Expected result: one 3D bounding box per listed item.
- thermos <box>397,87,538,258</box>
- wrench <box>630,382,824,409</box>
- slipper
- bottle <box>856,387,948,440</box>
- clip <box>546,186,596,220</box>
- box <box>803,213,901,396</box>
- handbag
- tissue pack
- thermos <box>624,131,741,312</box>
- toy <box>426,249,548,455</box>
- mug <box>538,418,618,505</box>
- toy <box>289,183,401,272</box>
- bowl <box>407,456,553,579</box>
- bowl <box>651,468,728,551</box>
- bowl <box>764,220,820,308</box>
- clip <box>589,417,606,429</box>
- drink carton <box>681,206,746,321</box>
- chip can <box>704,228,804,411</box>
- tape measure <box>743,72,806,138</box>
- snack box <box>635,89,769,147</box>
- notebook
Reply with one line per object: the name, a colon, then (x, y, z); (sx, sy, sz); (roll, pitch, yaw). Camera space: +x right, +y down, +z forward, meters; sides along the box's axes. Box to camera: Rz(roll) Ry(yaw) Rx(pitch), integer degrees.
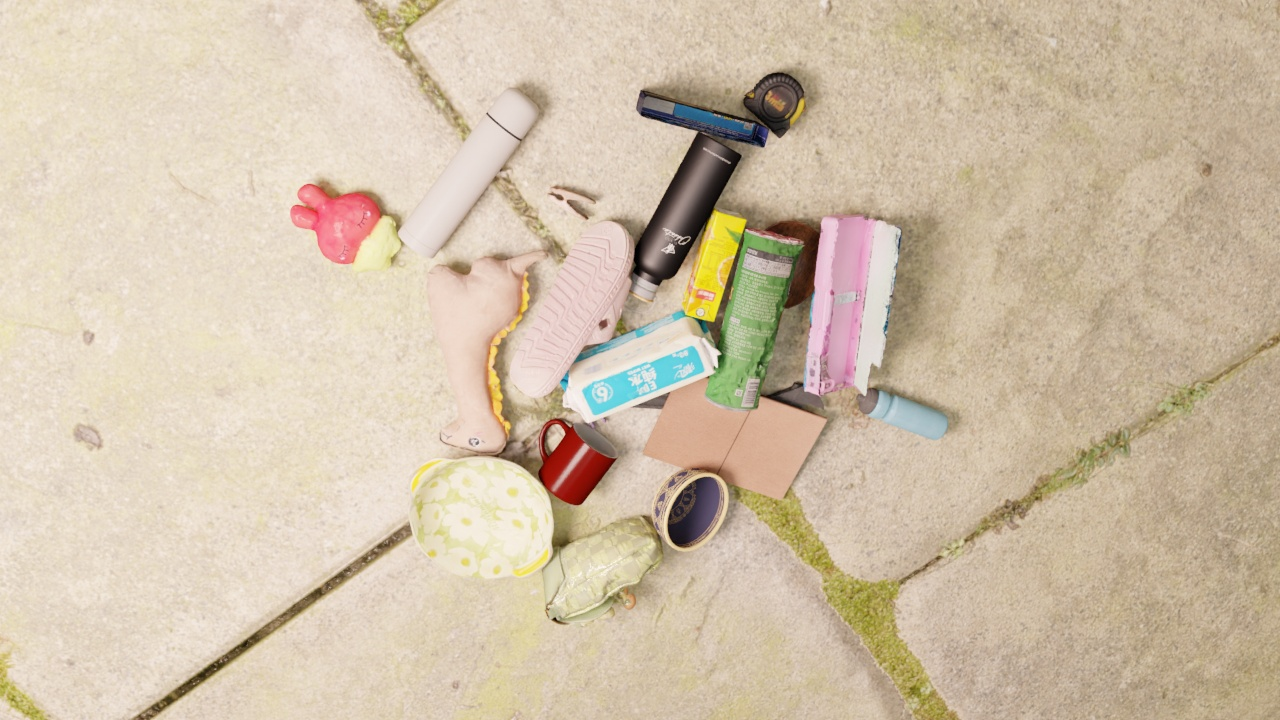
thermos: (-0.203, -0.223, 1.091); (0.052, 0.052, 0.224); (37, 102, -15)
wrench: (0.112, 0.058, 1.230); (0.273, 0.018, 0.073); (4, 108, -4)
slipper: (-0.072, -0.056, 1.134); (0.064, 0.094, 0.239); (30, 92, -51)
bottle: (0.351, 0.070, 1.240); (0.130, 0.040, 0.040); (20, 105, -11)
clip: (-0.081, -0.201, 1.124); (0.061, 0.024, 0.043); (32, 103, -10)
box: (0.275, -0.063, 1.151); (0.085, 0.097, 0.231); (-12, 113, -39)
handbag: (-0.048, 0.295, 1.247); (0.186, 0.113, 0.117); (-26, 116, 3)
tissue pack: (-0.007, 0.007, 1.150); (0.209, 0.117, 0.066); (-21, 111, 3)
thermos: (0.041, -0.162, 1.127); (0.061, 0.061, 0.231); (26, 104, -12)
toy: (-0.186, -0.004, 1.162); (0.196, 0.065, 0.264); (-12, 111, 0)
mug: (-0.094, 0.127, 1.213); (0.106, 0.073, 0.083); (40, 102, 14)
toy: (-0.354, -0.160, 1.103); (0.135, 0.045, 0.092); (34, 100, -20)
bowl: (-0.208, 0.197, 1.221); (0.189, 0.060, 0.219); (-40, 109, 15)
bowl: (0.057, 0.193, 1.240); (0.112, 0.061, 0.112); (-16, 117, -35)
bowl: (0.181, -0.123, 1.169); (0.102, 0.026, 0.114); (26, 103, -12)
clip: (-0.065, 0.065, 1.220); (0.053, 0.013, 0.036); (42, 99, -13)
drink carton: (0.089, -0.121, 1.146); (0.043, 0.058, 0.135); (14, 107, -7)
chip can: (0.138, -0.047, 1.135); (0.075, 0.075, 0.223); (11, 106, -8)
tape measure: (0.164, -0.313, 1.101); (0.067, 0.038, 0.063); (38, 110, -12)
snack box: (0.071, -0.284, 1.079); (0.150, 0.082, 0.027); (13, 108, -8)
notebook: (0.126, 0.102, 1.235); (0.209, 0.008, 0.142); (19, 116, -10)
